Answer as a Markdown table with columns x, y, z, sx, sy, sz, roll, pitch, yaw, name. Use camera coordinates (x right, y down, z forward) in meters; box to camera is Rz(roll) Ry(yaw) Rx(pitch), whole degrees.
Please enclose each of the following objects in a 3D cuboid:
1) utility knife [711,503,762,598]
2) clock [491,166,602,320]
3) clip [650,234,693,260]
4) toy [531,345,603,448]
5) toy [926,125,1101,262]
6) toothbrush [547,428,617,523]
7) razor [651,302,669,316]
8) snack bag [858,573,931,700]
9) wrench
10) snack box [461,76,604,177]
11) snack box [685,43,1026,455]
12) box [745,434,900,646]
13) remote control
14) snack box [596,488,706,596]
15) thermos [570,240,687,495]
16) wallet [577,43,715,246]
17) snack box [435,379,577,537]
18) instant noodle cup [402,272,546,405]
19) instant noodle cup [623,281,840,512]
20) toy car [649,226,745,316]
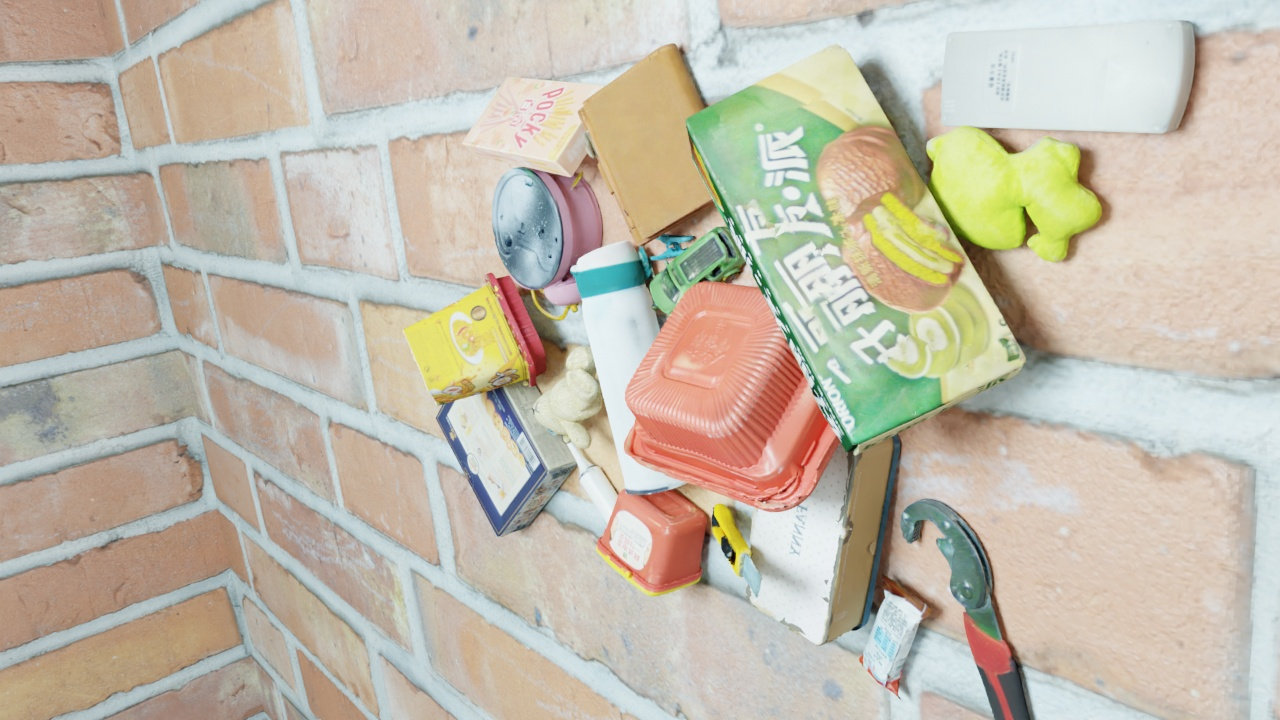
| x | y | z | sx | sy | sz | roll | pitch | yaw | name |
| --- | --- | --- | --- | --- | --- | --- | --- | --- | --- |
| 0.074 | 0.148 | 0.732 | 0.217 | 0.015 | 0.033 | -133 | 45 | -85 | utility knife |
| -0.091 | -0.114 | 0.902 | 0.117 | 0.059 | 0.159 | 27 | 122 | 42 | clock |
| 0.027 | -0.099 | 0.797 | 0.056 | 0.014 | 0.041 | 9 | 112 | 51 | clip |
| -0.068 | 0.034 | 0.910 | 0.158 | 0.066 | 0.105 | 124 | 142 | -65 | toy |
| 0.215 | -0.098 | 0.544 | 0.100 | 0.031 | 0.096 | -18 | 99 | 55 | toy |
| -0.039 | 0.141 | 0.963 | 0.026 | 0.026 | 0.221 | -40 | 68 | 10 | toothbrush |
| 0.054 | -0.002 | 0.788 | 0.043 | 0.028 | 0.132 | -29 | 77 | 23 | razor |
| 0.192 | 0.212 | 0.700 | 0.048 | 0.026 | 0.104 | 36 | 130 | 45 | snack bag |
| 0.249 | 0.227 | 0.644 | 0.056 | 0.016 | 0.273 | -24 | 84 | 54 | wrench |
| -0.096 | -0.220 | 0.852 | 0.157 | 0.026 | 0.084 | 22 | 77 | 46 | snack box |
| 0.130 | -0.071 | 0.586 | 0.240 | 0.114 | 0.063 | 65 | -177 | 12 | snack box |
| 0.135 | 0.129 | 0.697 | 0.090 | 0.060 | 0.184 | 24 | 116 | 43 | box |
| 0.232 | -0.157 | 0.511 | 0.135 | 0.019 | 0.056 | 18 | 117 | 47 | remote control |
| 0.013 | 0.166 | 0.868 | 0.091 | 0.081 | 0.080 | 31 | 117 | 40 | snack box |
| -0.005 | 0.005 | 0.834 | 0.073 | 0.073 | 0.224 | -6 | 100 | 52 | thermos |
| 0.011 | -0.173 | 0.751 | 0.108 | 0.031 | 0.131 | -27 | 82 | 29 | wallet |
| -0.164 | 0.091 | 1.085 | 0.178 | 0.045 | 0.183 | 58 | 141 | 18 | snack box |
| -0.175 | -0.015 | 0.968 | 0.116 | 0.123 | 0.116 | 112 | 134 | -75 | instant noodle cup |
| 0.069 | 0.013 | 0.669 | 0.189 | 0.164 | 0.079 | 13 | 156 | 47 | instant noodle cup |
| 0.044 | -0.072 | 0.756 | 0.091 | 0.036 | 0.043 | -40 | 73 | 32 | toy car |
